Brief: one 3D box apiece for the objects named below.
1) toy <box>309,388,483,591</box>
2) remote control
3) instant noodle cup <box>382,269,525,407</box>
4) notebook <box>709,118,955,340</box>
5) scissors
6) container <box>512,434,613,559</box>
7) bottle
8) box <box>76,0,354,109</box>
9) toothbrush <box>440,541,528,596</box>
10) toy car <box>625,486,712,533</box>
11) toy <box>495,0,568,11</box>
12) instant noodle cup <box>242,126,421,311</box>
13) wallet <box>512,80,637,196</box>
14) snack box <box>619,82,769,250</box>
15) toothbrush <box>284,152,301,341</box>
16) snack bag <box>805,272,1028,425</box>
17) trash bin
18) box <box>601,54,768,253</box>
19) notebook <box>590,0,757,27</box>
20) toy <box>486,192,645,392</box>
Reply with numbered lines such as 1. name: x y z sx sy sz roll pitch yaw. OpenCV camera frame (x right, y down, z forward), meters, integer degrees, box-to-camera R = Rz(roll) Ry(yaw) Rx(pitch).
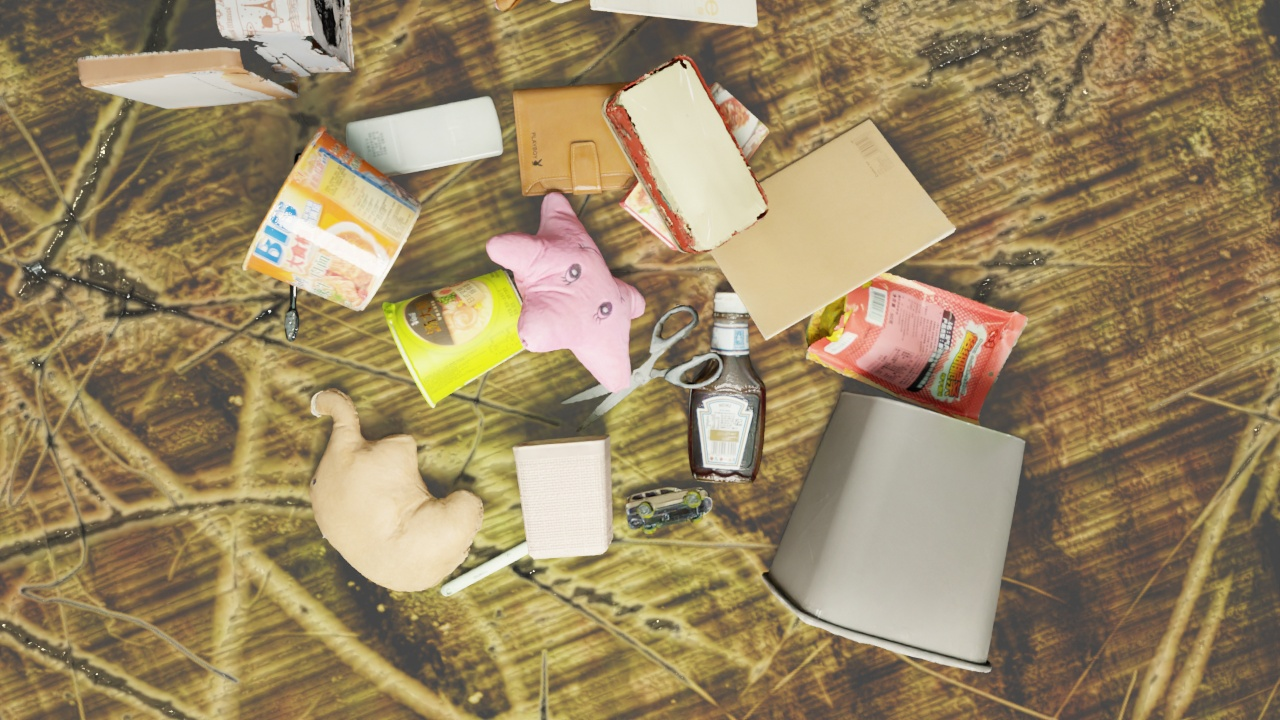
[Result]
1. toy: -0.269 0.134 0.925 0.226 0.082 0.143 44 88 -4
2. remote control: -0.213 -0.219 0.906 0.150 0.021 0.058 -11 98 -2
3. instant noodle cup: -0.171 -0.030 0.897 0.123 0.112 0.111 -26 98 -8
4. notebook: 0.178 -0.134 0.912 0.211 0.012 0.149 -30 70 1
5. scissors: 0.005 0.016 0.932 0.165 0.014 0.163 18 88 18
6. container: -0.073 0.134 0.914 0.090 0.090 0.111 -5 89 3
7. bottle: 0.090 0.027 0.944 0.080 0.044 0.195 3 96 6
8. box: -0.363 -0.320 0.807 0.205 0.180 0.158 -6 99 -3
9. toothbrush: -0.125 0.201 0.966 0.189 0.020 0.029 -27 117 0
10. toy car: 0.030 0.152 0.957 0.090 0.042 0.035 -10 53 -1
11. toy: -0.068 -0.419 0.844 0.140 0.130 0.199 2 86 24
12. instant noodle cup: -0.282 -0.124 0.855 0.111 0.151 0.151 30 95 -20
13. wallet: -0.057 -0.219 0.911 0.132 0.031 0.108 -4 96 -2
14. snack box: 0.054 -0.191 0.907 0.075 0.025 0.153 38 86 -16
15. toothbrush: -0.346 -0.112 0.917 0.014 0.017 0.189 4 96 -9
16. snack bag: 0.282 -0.019 0.942 0.208 0.073 0.129 18 100 -11
17. trash bin: 0.255 0.157 0.903 0.198 0.199 0.219 17 89 -7
18. box: 0.043 -0.187 0.850 0.091 0.077 0.168 -33 103 -10
19. notebook: 0.030 -0.388 0.844 0.205 0.010 0.146 -11 99 -39
20. toy: -0.065 -0.052 0.869 0.075 0.178 0.194 -23 111 39
